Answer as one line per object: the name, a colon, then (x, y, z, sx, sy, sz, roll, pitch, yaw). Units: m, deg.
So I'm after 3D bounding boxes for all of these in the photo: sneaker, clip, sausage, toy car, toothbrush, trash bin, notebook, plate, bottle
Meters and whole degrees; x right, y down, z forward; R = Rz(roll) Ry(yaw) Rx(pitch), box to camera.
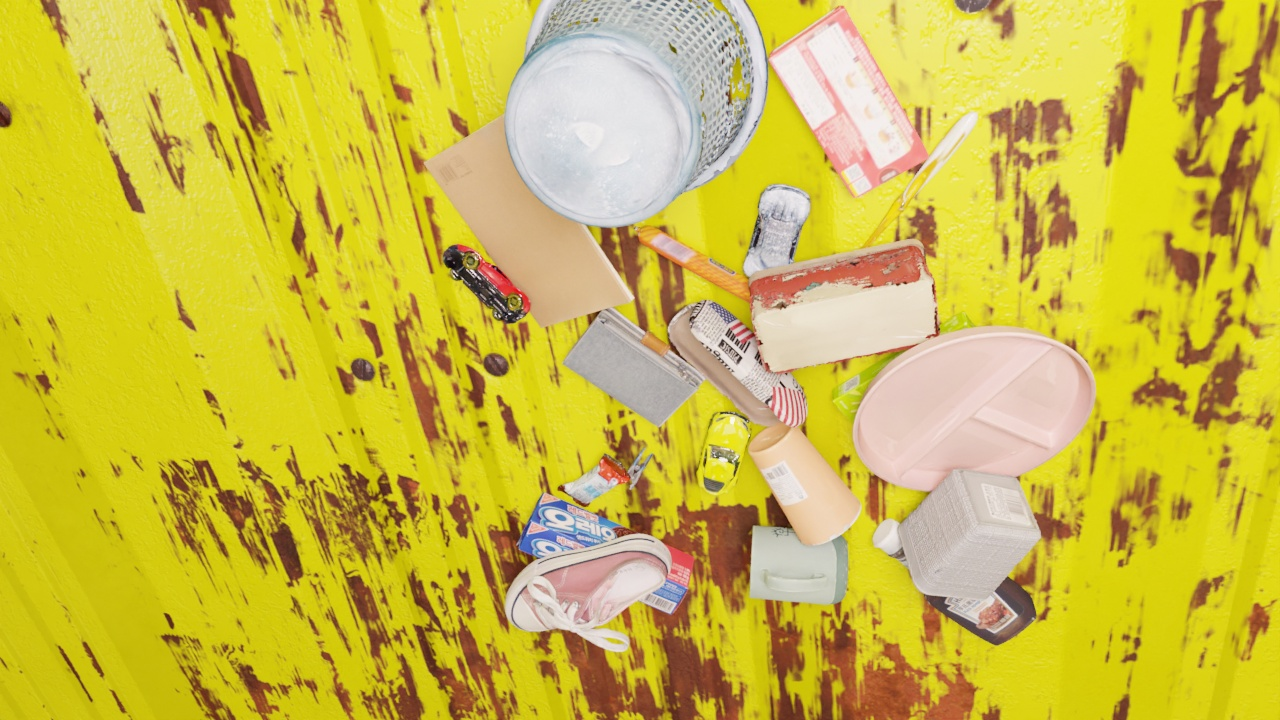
sneaker: (-0.071, 0.274, 1.050, 0.242, 0.087, 0.118, -26, 114, 30)
clip: (-0.005, 0.127, 1.056, 0.036, 0.025, 0.058, 33, 126, 0)
sausage: (0.066, -0.092, 0.914, 0.165, 0.021, 0.022, 29, 121, -5)
toy car: (0.091, 0.105, 1.017, 0.048, 0.032, 0.105, 14, 120, 5)
toothbrush: (0.244, -0.147, 0.844, 0.016, 0.018, 0.192, 30, 123, -8)
trash bin: (-0.013, -0.213, 0.761, 0.227, 0.194, 0.227, 5, 120, 9)
toy car: (0.130, -0.117, 0.881, 0.049, 0.031, 0.106, 14, 122, 5)
notebook: (-0.114, -0.129, 0.906, 0.150, 0.012, 0.211, -12, 119, 47)
plate: (0.322, 0.050, 0.900, 0.229, 0.028, 0.230, -1, 135, -1)
bottle: (0.349, 0.245, 1.034, 0.195, 0.043, 0.080, 35, 120, -7)
toy car: (-0.161, -0.082, 0.960, 0.106, 0.031, 0.049, 42, 149, -15)

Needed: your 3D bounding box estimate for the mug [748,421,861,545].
mug: (0.172, 0.129, 0.990, 0.078, 0.078, 0.123, -30, 105, 26)

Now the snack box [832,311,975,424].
snack box: (0.283, 0.026, 0.931, 0.157, 0.026, 0.086, -34, 108, 27)

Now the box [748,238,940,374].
box: (0.190, -0.046, 0.863, 0.168, 0.078, 0.091, -12, 130, 11)

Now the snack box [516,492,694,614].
snack box: (-0.041, 0.232, 1.104, 0.207, 0.058, 0.057, 23, 125, -2)

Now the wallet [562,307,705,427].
wallet: (-0.006, 0.006, 0.975, 0.129, 0.036, 0.107, 35, 137, -7)

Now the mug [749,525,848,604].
mug: (0.176, 0.233, 1.026, 0.106, 0.111, 0.082, 4, 97, 8)

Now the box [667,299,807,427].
box: (0.099, 0.010, 0.929, 0.076, 0.087, 0.162, -42, 101, 14)

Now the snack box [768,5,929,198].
snack box: (0.184, -0.225, 0.809, 0.075, 0.025, 0.153, -29, 110, 24)

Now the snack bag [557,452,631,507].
snack bag: (-0.055, 0.144, 1.070, 0.045, 0.026, 0.106, 35, 135, -18)

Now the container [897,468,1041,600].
container: (0.340, 0.177, 0.949, 0.090, 0.090, 0.115, 9, 134, -14)
